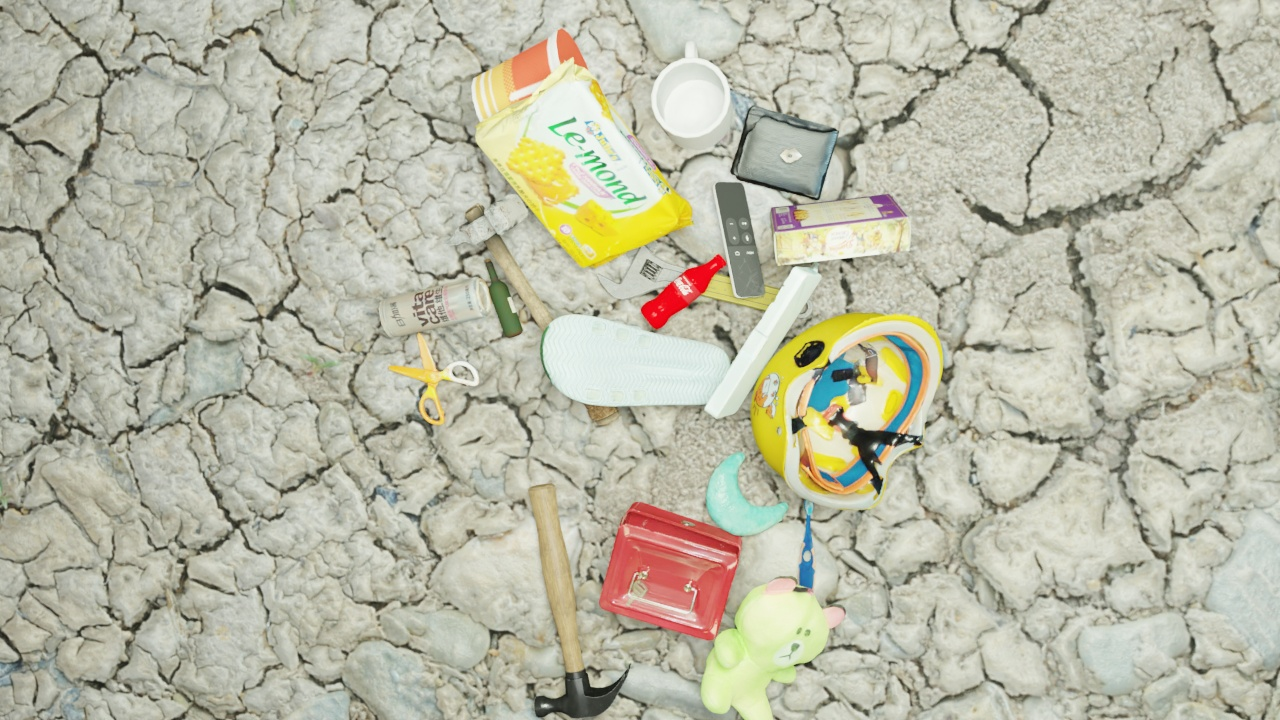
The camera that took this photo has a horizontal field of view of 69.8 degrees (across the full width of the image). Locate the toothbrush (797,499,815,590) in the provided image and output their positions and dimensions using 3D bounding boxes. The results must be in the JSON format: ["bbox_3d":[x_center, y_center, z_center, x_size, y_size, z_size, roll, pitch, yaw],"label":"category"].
[{"bbox_3d":[0.211,0.238,1.157,0.021,0.017,0.135,2,94,10],"label":"toothbrush"}]

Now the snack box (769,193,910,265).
[{"bbox_3d":[0.226,-0.154,1.062,0.148,0.143,0.041,-5,109,9],"label":"snack box"}]

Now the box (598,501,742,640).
[{"bbox_3d":[0.039,0.263,1.153,0.157,0.092,0.129,17,98,3],"label":"box"}]

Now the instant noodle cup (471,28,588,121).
[{"bbox_3d":[-0.130,-0.322,1.123,0.121,0.123,0.123,-15,91,16],"label":"instant noodle cup"}]

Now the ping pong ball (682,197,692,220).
[{"bbox_3d":[0.045,-0.184,1.141,0.040,0.040,0.040,1,94,8],"label":"ping pong ball"}]

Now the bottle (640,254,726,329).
[{"bbox_3d":[0.055,-0.087,1.128,0.119,0.036,0.036,-39,88,9],"label":"bottle"}]

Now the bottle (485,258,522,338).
[{"bbox_3d":[-0.180,-0.081,1.189,0.025,0.025,0.106,-20,91,9],"label":"bottle"}]

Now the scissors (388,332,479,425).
[{"bbox_3d":[-0.269,0.022,1.216,0.128,0.011,0.125,-16,93,8],"label":"scissors"}]

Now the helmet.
[{"bbox_3d":[0.225,0.040,1.072,0.209,0.140,0.240,33,91,-33],"label":"helmet"}]

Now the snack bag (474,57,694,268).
[{"bbox_3d":[-0.063,-0.222,1.079,0.160,0.068,0.247,-21,125,30],"label":"snack bag"}]

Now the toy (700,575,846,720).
[{"bbox_3d":[0.152,0.347,1.128,0.150,0.107,0.197,31,93,-31],"label":"toy"}]

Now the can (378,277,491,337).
[{"bbox_3d":[-0.264,-0.069,1.187,0.136,0.054,0.054,-12,92,9],"label":"can"}]

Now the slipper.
[{"bbox_3d":[-0.007,0.007,1.127,0.245,0.074,0.104,8,92,-19],"label":"slipper"}]

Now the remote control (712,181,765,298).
[{"bbox_3d":[0.121,-0.148,1.125,0.045,0.008,0.146,-6,82,-30],"label":"remote control"}]

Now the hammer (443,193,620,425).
[{"bbox_3d":[-0.123,-0.054,1.146,0.122,0.048,0.319,-22,106,41],"label":"hammer"}]

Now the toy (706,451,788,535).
[{"bbox_3d":[0.127,0.177,1.160,0.085,0.033,0.105,-41,89,-5],"label":"toy"}]

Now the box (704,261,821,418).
[{"bbox_3d":[0.149,-0.025,1.073,0.041,0.134,0.197,37,109,15],"label":"box"}]

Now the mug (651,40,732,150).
[{"bbox_3d":[0.063,-0.322,1.103,0.091,0.090,0.121,-1,94,8],"label":"mug"}]

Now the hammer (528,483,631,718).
[{"bbox_3d":[-0.097,0.312,1.200,0.132,0.040,0.305,-10,92,12],"label":"hammer"}]

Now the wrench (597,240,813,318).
[{"bbox_3d":[0.081,-0.092,1.153,0.273,0.018,0.083,15,96,7],"label":"wrench"}]

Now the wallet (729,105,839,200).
[{"bbox_3d":[0.176,-0.253,1.124,0.115,0.026,0.089,17,97,7],"label":"wallet"}]
